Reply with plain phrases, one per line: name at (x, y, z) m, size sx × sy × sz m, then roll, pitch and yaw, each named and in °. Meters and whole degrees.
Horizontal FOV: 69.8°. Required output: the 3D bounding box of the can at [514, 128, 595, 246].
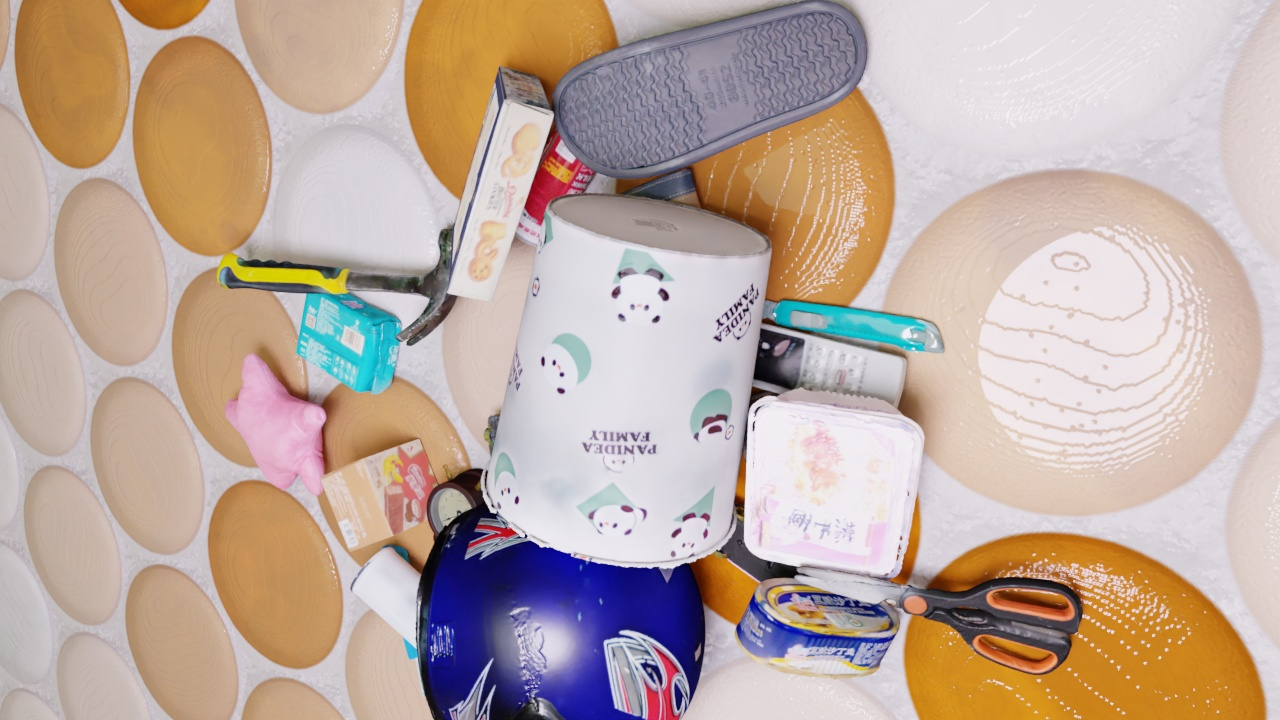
can at (-0.079, -0.176, 0.888) m, size 0.053 × 0.053 × 0.133 m, roll 44°, pitch 118°, yaw 15°

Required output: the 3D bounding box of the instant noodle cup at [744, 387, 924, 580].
instant noodle cup at (0.161, 0.097, 0.773) m, size 0.138 × 0.060 × 0.174 m, roll 8°, pitch 126°, yaw 16°

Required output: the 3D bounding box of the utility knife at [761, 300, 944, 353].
utility knife at (0.154, -0.036, 0.806) m, size 0.223 × 0.013 × 0.029 m, roll 11°, pitch 106°, yaw 28°

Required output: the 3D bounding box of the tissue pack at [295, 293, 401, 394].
tissue pack at (-0.343, -0.027, 1.071) m, size 0.133 × 0.050 × 0.093 m, roll 27°, pitch 112°, yaw 24°

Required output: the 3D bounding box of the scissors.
scissors at (0.246, 0.189, 0.763) m, size 0.235 × 0.021 × 0.143 m, roll 29°, pitch 121°, yaw 4°

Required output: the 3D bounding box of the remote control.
remote control at (0.153, 0.008, 0.799) m, size 0.150 × 0.021 × 0.058 m, roll 15°, pitch 98°, yaw 27°

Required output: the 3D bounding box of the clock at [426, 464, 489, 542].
clock at (-0.194, 0.178, 1.024) m, size 0.082 × 0.055 × 0.122 m, roll 11°, pitch 102°, yaw 27°

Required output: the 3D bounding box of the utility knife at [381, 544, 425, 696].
utility knife at (-0.283, 0.320, 1.124) m, size 0.034 × 0.018 × 0.194 m, roll -10°, pitch 94°, yaw 25°

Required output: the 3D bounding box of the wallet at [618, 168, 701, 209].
wallet at (0.025, -0.112, 0.856) m, size 0.090 × 0.033 × 0.115 m, roll -15°, pitch 93°, yaw 34°

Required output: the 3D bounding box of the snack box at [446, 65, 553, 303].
snack box at (-0.135, -0.169, 0.858) m, size 0.045 × 0.182 × 0.178 m, roll 15°, pitch 113°, yaw -17°

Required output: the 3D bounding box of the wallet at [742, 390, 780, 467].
wallet at (0.148, 0.067, 0.829) m, size 0.123 × 0.020 × 0.096 m, roll -17°, pitch 91°, yaw 29°

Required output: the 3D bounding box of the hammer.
hammer at (-0.344, -0.087, 1.025) m, size 0.324 × 0.032 × 0.126 m, roll 5°, pitch 78°, yaw 22°

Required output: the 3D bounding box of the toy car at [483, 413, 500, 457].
toy car at (-0.139, 0.101, 0.989) m, size 0.042 × 0.035 × 0.090 m, roll -4°, pitch 99°, yaw 32°

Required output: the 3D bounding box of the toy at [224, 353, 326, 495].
toy at (-0.458, 0.090, 1.150) m, size 0.195 × 0.074 × 0.179 m, roll 30°, pitch 123°, yaw 25°

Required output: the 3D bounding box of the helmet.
helmet at (-0.059, 0.264, 0.866) m, size 0.240 × 0.246 × 0.316 m, roll 3°, pitch 132°, yaw 12°

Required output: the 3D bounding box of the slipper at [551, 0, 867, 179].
slipper at (0.059, -0.231, 0.793) m, size 0.268 × 0.083 × 0.111 m, roll -13°, pitch 102°, yaw 14°

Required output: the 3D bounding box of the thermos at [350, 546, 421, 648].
thermos at (-0.228, 0.310, 1.058) m, size 0.224 × 0.073 × 0.073 m, roll 37°, pitch 116°, yaw 11°

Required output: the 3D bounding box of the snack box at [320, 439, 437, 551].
snack box at (-0.293, 0.153, 1.053) m, size 0.077 × 0.094 × 0.092 m, roll -24°, pitch 87°, yaw 31°

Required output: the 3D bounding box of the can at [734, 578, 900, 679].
can at (0.155, 0.230, 0.793) m, size 0.049 × 0.148 × 0.074 m, roll -69°, pitch 27°, yaw 19°

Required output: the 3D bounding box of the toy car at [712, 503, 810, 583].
toy car at (0.117, 0.179, 0.858) m, size 0.122 × 0.037 × 0.056 m, roll 33°, pitch 113°, yaw 21°

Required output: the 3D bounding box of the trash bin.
trash bin at (-0.005, 0.005, 0.772) m, size 0.230 × 0.229 × 0.252 m, roll 21°, pitch 113°, yaw 25°
